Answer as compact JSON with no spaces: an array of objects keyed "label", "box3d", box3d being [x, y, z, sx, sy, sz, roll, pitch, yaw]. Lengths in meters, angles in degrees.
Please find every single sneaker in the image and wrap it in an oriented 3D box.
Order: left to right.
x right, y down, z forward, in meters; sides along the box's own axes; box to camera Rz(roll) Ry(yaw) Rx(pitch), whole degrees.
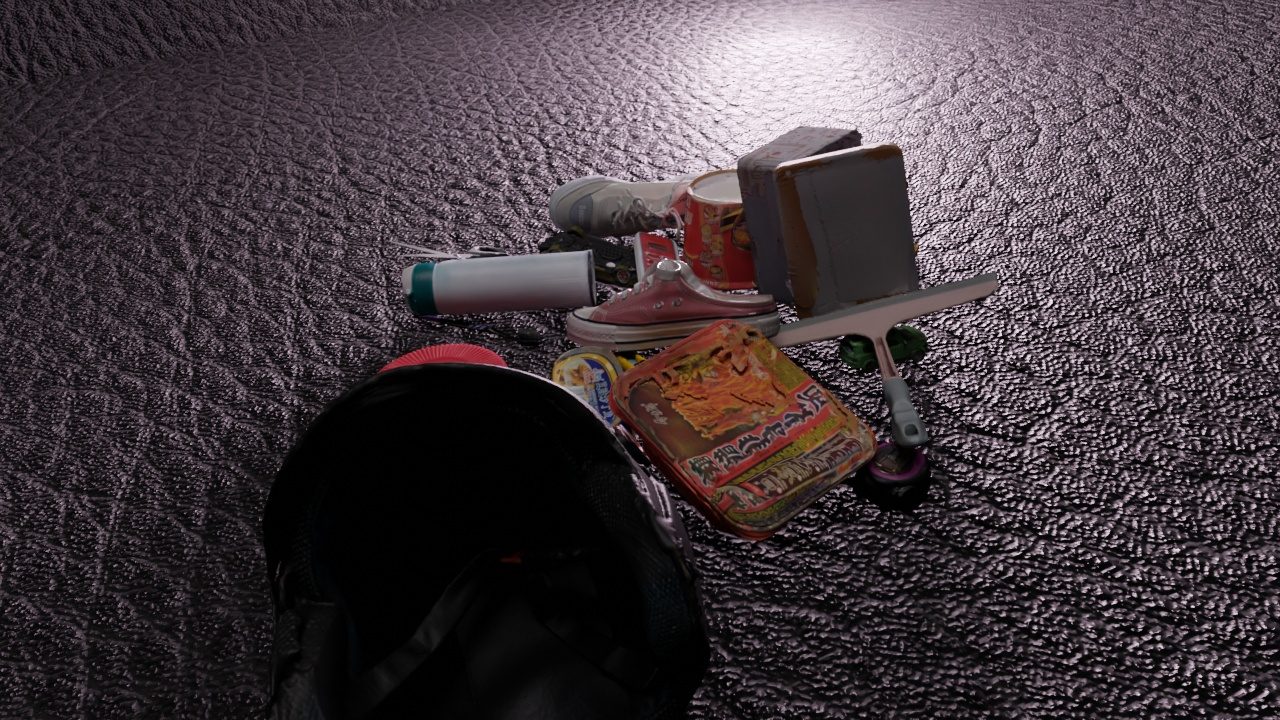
[{"label":"sneaker","box3d":[0.003,-0.193,1.204,0.242,0.090,0.090,-8,37,-16]},{"label":"sneaker","box3d":[0.027,-0.061,0.944,0.241,0.088,0.118,-1,12,31]}]

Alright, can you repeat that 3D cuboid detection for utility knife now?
[{"label":"utility knife","box3d":[-0.005,0.005,0.909,0.033,0.015,0.165,-12,13,-14]}]

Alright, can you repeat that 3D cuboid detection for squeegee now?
[{"label":"squeegee","box3d":[0.224,0.016,0.818,0.248,0.040,0.249,-13,26,12]}]

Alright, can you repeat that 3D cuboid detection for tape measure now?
[{"label":"tape measure","box3d":[0.209,0.094,0.756,0.057,0.039,0.057,20,41,35]}]

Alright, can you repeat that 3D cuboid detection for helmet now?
[{"label":"helmet","box3d":[-0.091,0.128,0.548,0.233,0.275,0.230,-24,7,-5]}]

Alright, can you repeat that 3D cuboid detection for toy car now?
[{"label":"toy car","box3d":[-0.050,-0.123,1.133,0.158,0.042,0.070,17,37,14]},{"label":"toy car","box3d":[0.246,-0.016,0.927,0.091,0.036,0.043,-10,31,-13]}]

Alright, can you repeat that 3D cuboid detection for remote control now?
[{"label":"remote control","box3d":[0.023,-0.108,1.089,0.056,0.020,0.135,13,38,-15]}]

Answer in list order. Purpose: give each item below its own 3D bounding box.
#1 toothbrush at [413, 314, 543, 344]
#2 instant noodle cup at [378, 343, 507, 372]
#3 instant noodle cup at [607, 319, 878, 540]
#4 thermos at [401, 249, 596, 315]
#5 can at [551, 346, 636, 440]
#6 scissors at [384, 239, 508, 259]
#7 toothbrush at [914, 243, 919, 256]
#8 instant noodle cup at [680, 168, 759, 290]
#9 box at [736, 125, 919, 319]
[{"label":"toothbrush","box3d":[-0.190,-0.040,1.053,0.189,0.017,0.014,12,31,28]},{"label":"instant noodle cup","box3d":[-0.189,0.042,0.878,0.194,0.066,0.193,-4,32,2]},{"label":"instant noodle cup","box3d":[0.079,0.061,0.764,0.164,0.079,0.189,-27,58,-31]},{"label":"thermos","box3d":[-0.165,-0.090,1.073,0.224,0.073,0.073,-4,33,1]},{"label":"can","box3d":[-0.046,0.044,0.867,0.074,0.049,0.148,-8,32,-5]},{"label":"scissors","box3d":[-0.222,-0.129,1.142,0.175,0.014,0.159,22,20,7]},{"label":"toothbrush","box3d":[0.291,-0.092,1.056,0.017,0.016,0.189,18,39,22]},{"label":"instant noodle cup","box3d":[0.110,-0.163,1.109,0.138,0.109,0.137,-5,32,3]},{"label":"box","box3d":[0.214,-0.147,0.981,0.181,0.183,0.153,16,41,42]}]
